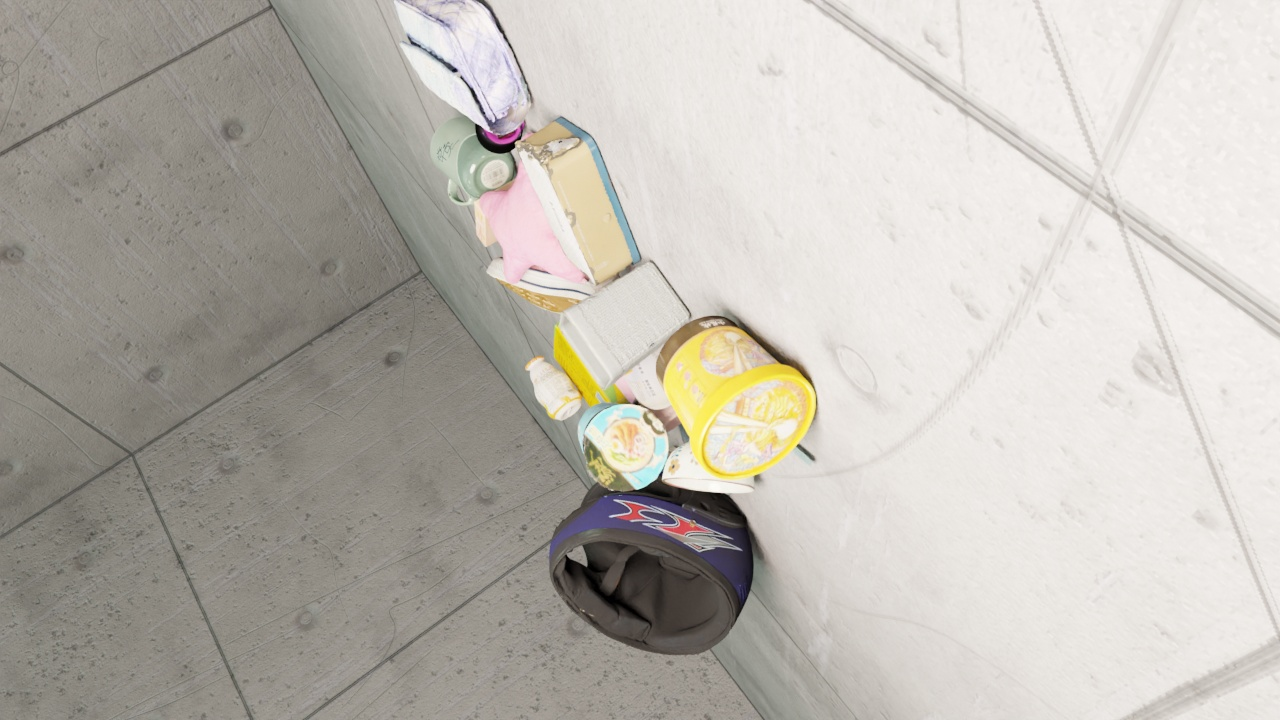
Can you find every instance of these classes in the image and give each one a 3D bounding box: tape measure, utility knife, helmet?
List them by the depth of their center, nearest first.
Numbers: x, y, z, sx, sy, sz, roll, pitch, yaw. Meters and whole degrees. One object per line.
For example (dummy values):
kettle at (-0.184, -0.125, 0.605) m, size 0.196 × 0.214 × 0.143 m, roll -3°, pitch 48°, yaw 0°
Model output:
utility knife at (0.121, 0.059, 0.978) m, size 0.196 × 0.013 × 0.029 m, roll 41°, pitch 162°, yaw 49°
tape measure at (-0.167, -0.277, 1.088) m, size 0.058 × 0.057 × 0.039 m, roll 64°, pitch 167°, yaw -1°
helmet at (0.015, 0.268, 1.347) m, size 0.315 × 0.248 × 0.239 m, roll 34°, pitch -153°, yaw -21°

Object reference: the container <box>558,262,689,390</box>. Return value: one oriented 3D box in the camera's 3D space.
container at (-0.016, -0.040, 1.000) m, size 0.090 × 0.114 × 0.090 m, roll 54°, pitch 168°, yaw 4°

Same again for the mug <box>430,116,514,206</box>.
mug at (-0.234, -0.264, 1.267) m, size 0.106 × 0.082 × 0.112 m, roll 42°, pitch 120°, yaw 37°

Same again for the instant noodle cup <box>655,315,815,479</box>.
instant noodle cup at (0.079, 0.028, 0.834) m, size 0.114 × 0.118 × 0.118 m, roll 53°, pitch 170°, yaw 45°

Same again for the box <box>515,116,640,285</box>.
box at (-0.064, -0.163, 0.986) m, size 0.090 × 0.064 × 0.184 m, roll 45°, pitch 166°, yaw 43°

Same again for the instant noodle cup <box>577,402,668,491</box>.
instant noodle cup at (-0.031, 0.101, 1.182) m, size 0.111 × 0.111 × 0.120 m, roll 58°, pitch 172°, yaw -13°

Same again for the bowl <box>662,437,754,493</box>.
bowl at (0.086, 0.126, 1.130) m, size 0.113 × 0.113 × 0.062 m, roll 116°, pitch 161°, yaw -76°

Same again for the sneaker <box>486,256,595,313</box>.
sneaker at (-0.106, -0.117, 1.213) m, size 0.241 × 0.087 × 0.118 m, roll 15°, pitch 165°, yaw 43°

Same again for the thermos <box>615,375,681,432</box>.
thermos at (-0.007, 0.007, 1.238) m, size 0.198 × 0.067 × 0.087 m, roll 50°, pitch -161°, yaw 17°

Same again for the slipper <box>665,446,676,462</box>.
slipper at (0.078, 0.241, 1.535) m, size 0.114 × 0.054 × 0.275 m, roll 46°, pitch 164°, yaw 36°

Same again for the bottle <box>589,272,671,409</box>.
bottle at (-0.006, -0.027, 1.108) m, size 0.068 × 0.068 × 0.189 m, roll 36°, pitch 158°, yaw 57°

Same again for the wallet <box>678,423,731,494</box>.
wallet at (0.087, 0.121, 1.271) m, size 0.121 × 0.019 × 0.097 m, roll 48°, pitch 164°, yaw 37°

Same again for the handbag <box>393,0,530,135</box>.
handbag at (-0.205, -0.339, 1.024) m, size 0.194 × 0.075 × 0.134 m, roll 43°, pitch 163°, yaw 48°

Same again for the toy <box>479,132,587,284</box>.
toy at (-0.126, -0.159, 1.121) m, size 0.178 × 0.074 × 0.195 m, roll 55°, pitch 136°, yaw 6°

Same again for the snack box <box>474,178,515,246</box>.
snack box at (-0.190, -0.209, 1.291) m, size 0.026 × 0.084 × 0.157 m, roll 58°, pitch 168°, yaw 3°

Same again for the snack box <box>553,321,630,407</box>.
snack box at (-0.066, 0.013, 1.442) m, size 0.157 × 0.070 × 0.210 m, roll 54°, pitch 168°, yaw 8°

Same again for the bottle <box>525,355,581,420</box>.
bottle at (-0.145, 0.043, 1.506) m, size 0.108 × 0.063 × 0.063 m, roll 52°, pitch 168°, yaw 16°
